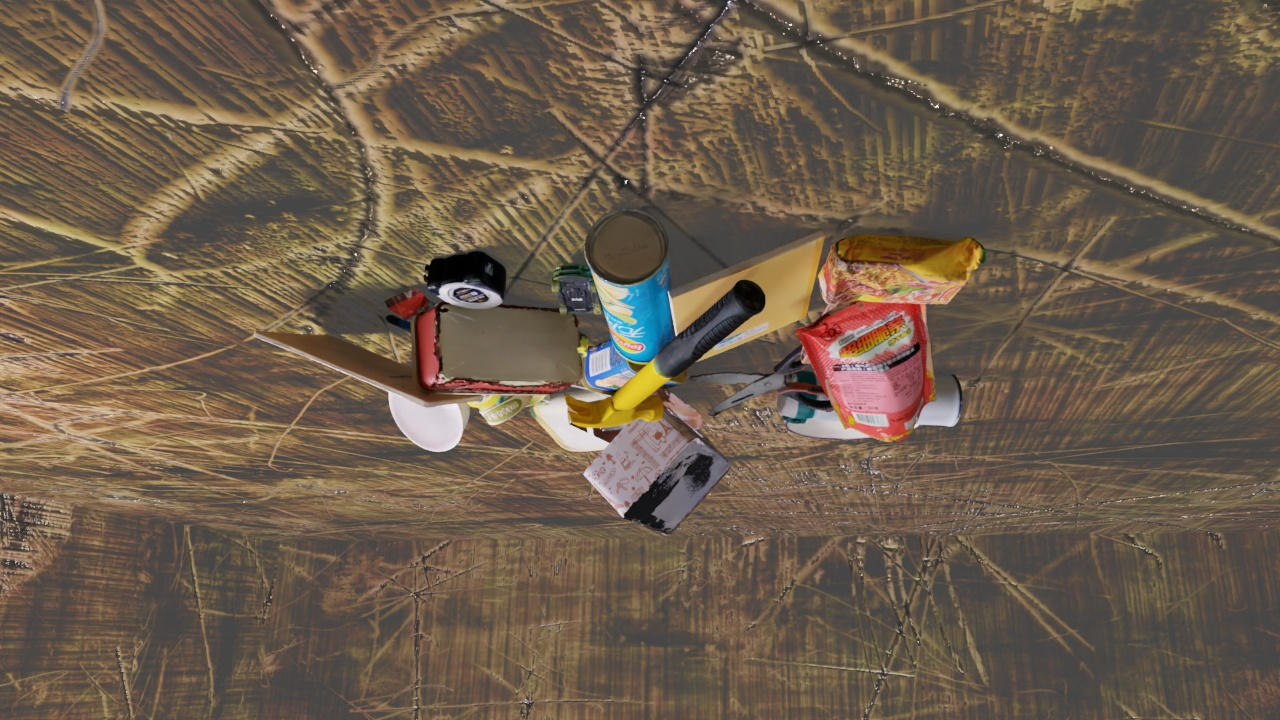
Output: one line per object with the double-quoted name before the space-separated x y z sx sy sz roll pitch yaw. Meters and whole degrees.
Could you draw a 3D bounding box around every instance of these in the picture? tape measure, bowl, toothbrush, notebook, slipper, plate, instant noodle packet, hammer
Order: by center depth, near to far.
"instant noodle packet" 0.228 -0.078 0.817 0.128 0.044 0.111 0 167 2
"tape measure" -0.161 -0.075 0.870 0.066 0.033 0.066 -5 159 24
"notebook" 0.100 -0.051 0.876 0.146 0.010 0.206 -22 162 -1
"hammer" 0.025 0.005 0.887 0.128 0.032 0.302 -5 159 -31
"notebook" -0.289 0.007 0.994 0.208 0.008 0.147 21 -175 12
"toothbrush" -0.233 -0.022 1.079 0.016 0.014 0.189 10 170 32
"slipper" -0.165 0.034 1.118 0.092 0.081 0.190 -28 155 16
"bowl" -0.267 0.054 1.217 0.118 0.118 0.064 -10 -161 32
"plate" 0.301 0.073 1.299 0.192 0.039 0.193 1 163 0

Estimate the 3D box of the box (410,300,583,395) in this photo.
"box" -0.142 -0.010 0.946 0.168 0.091 0.078 2 167 -37

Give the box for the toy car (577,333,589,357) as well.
"toy car" -0.112 -0.018 1.053 0.105 0.032 0.048 6 163 -10

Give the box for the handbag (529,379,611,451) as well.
"handbag" -0.070 0.059 1.274 0.164 0.063 0.179 -7 146 25

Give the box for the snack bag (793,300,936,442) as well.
"snack bag" 0.245 0.004 0.963 0.129 0.073 0.208 -19 139 14

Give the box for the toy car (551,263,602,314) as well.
"toy car" -0.059 -0.069 0.875 0.043 0.036 0.091 2 164 3

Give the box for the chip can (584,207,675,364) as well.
"chip can" -0.003 -0.061 0.839 0.071 0.071 0.210 0 163 4

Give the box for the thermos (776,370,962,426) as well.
"thermos" 0.287 0.049 1.170 0.224 0.073 0.073 2 163 -3

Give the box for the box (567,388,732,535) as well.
"box" 0.002 0.100 1.144 0.166 0.150 0.182 41 180 27

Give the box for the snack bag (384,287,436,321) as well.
"snack bag" -0.221 -0.047 0.972 0.048 0.026 0.104 -17 158 22

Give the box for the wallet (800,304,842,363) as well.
"wallet" 0.235 -0.029 0.980 0.101 0.020 0.115 2 149 -6

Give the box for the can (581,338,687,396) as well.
"can" -0.006 0.006 1.082 0.102 0.057 0.083 16 155 -40

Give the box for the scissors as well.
"scissors" 0.171 0.021 1.081 0.225 0.015 0.189 8 141 -12
